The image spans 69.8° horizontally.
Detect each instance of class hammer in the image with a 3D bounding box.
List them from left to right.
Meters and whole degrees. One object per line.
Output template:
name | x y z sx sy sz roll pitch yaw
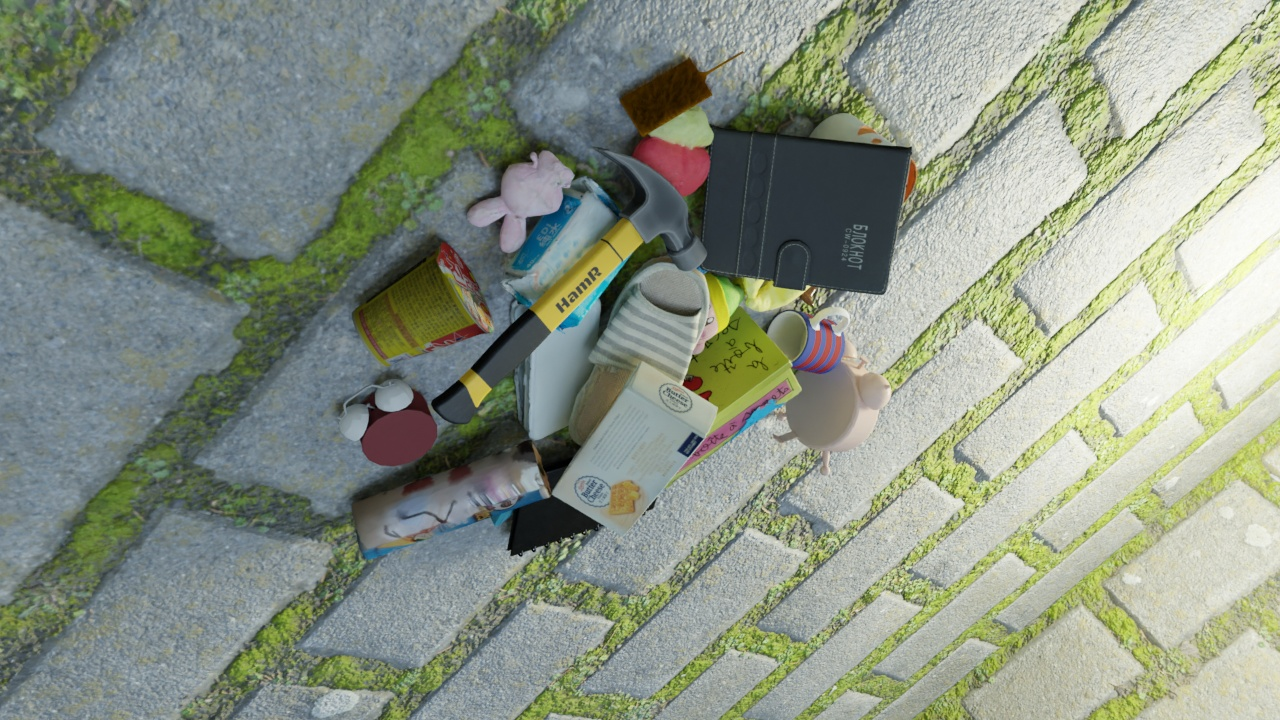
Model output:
hammer | -0.079 -0.063 0.896 0.324 0.034 0.170 -46 127 -10

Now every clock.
clock | -0.275 0.067 1.011 0.087 0.044 0.124 -34 138 0
clock | 0.260 0.058 1.275 0.086 0.131 0.161 18 118 -42

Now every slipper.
slipper | -0.006 0.006 1.050 0.114 0.054 0.273 17 122 -15

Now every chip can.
chip can | -0.224 0.164 1.088 0.229 0.079 0.080 -19 137 -4

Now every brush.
brush | 0.044 -0.271 0.898 0.126 0.048 0.017 -31 180 -3

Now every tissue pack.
tissue pack | -0.073 -0.107 0.941 0.093 0.062 0.144 41 82 -40

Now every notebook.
notebook | -0.065 0.182 1.248 0.231 0.019 0.170 -13 138 -30
notebook | 0.171 -0.157 0.985 0.209 0.029 0.170 10 115 13

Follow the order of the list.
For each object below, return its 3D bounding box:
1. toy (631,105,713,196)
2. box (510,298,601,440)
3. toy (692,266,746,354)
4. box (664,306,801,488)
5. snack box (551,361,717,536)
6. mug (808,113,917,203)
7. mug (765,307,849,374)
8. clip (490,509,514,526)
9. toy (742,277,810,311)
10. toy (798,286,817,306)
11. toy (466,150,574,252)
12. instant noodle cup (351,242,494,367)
toy | 0.030 -0.201 0.951 0.091 0.045 0.135 1 122 -31
box | -0.097 0.009 1.067 0.118 0.063 0.214 -15 134 -24
toy | 0.071 -0.076 1.089 0.131 0.096 0.124 -17 107 -3
box | 0.080 0.045 1.159 0.221 0.124 0.079 -36 141 4
snack box | -0.010 0.105 1.050 0.104 0.057 0.208 32 129 -4
mug | 0.244 -0.218 1.027 0.082 0.105 0.082 -18 136 -18
mug | 0.229 -0.034 1.203 0.076 0.075 0.112 11 142 -39
clip | -0.154 0.155 1.185 0.120 0.033 0.119 -27 141 -10
toy | 0.178 -0.135 1.090 0.154 0.064 0.171 -35 141 -13
toy | 0.241 -0.121 1.166 0.102 0.041 0.055 -42 161 -4
toy | -0.115 -0.159 0.899 0.110 0.047 0.063 -42 116 15
instant noodle cup | -0.218 -0.047 0.912 0.112 0.100 0.100 -28 139 5
